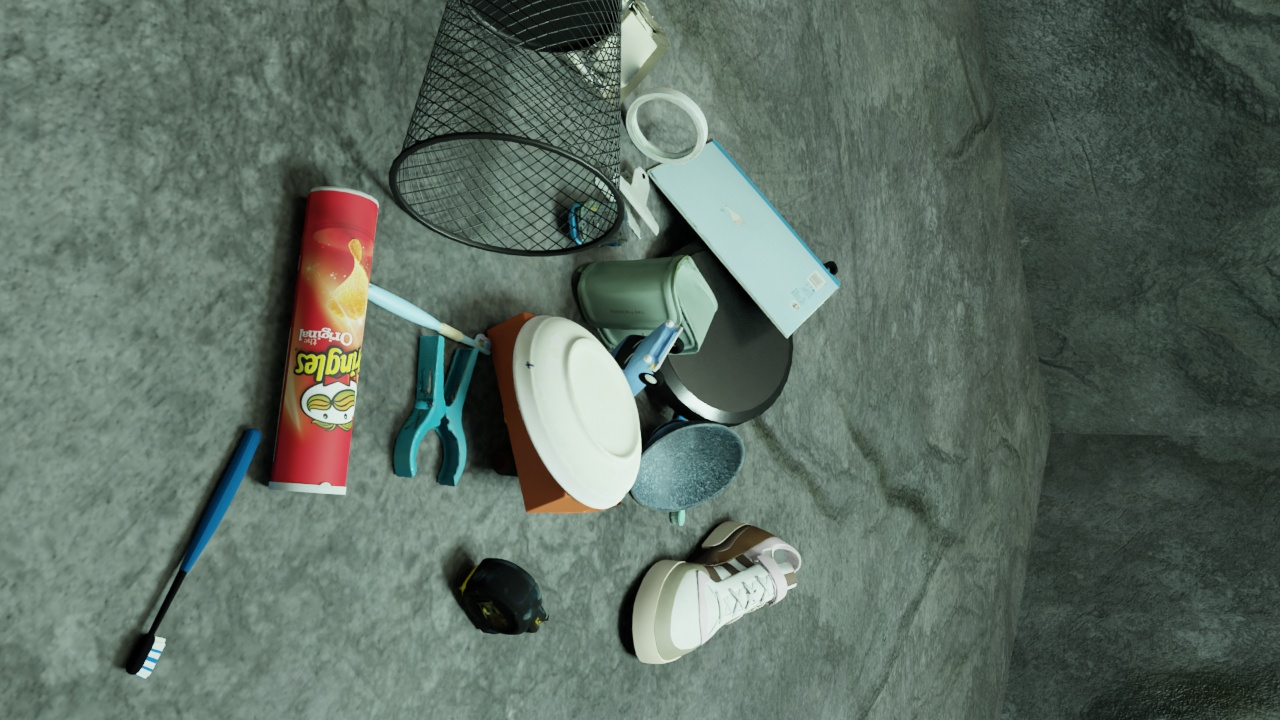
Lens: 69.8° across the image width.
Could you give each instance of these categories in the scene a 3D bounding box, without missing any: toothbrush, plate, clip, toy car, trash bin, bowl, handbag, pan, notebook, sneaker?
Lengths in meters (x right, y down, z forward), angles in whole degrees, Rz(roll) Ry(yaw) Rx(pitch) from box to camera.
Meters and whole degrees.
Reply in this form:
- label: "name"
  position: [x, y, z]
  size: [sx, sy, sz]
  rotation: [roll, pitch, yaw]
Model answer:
- label: "toothbrush"
  position: [0.045, 0.130, 1.101]
  size: [0.022, 0.017, 0.135]
  rotation: [13, 76, -56]
- label: "plate"
  position: [-0.045, 0.039, 0.814]
  size: [0.182, 0.034, 0.182]
  rotation: [47, 30, -39]
- label: "clip"
  position: [-0.159, 0.051, 0.780]
  size: [0.120, 0.030, 0.130]
  rotation: [44, 55, -42]
- label: "toy car"
  position: [-0.044, -0.141, 0.954]
  size: [0.105, 0.032, 0.048]
  rotation: [-19, 104, -61]
- label: "trash bin"
  position: [-0.096, -0.222, 0.758]
  size: [0.184, 0.184, 0.209]
  rotation: [33, 56, -52]
- label: "bowl"
  position: [0.044, 0.105, 1.042]
  size: [0.137, 0.137, 0.057]
  rotation: [50, 9, -43]
- label: "toothbrush"
  position: [-0.177, -0.035, 0.763]
  size: [0.155, 0.016, 0.022]
  rotation: [30, 32, -53]
- label: "handbag"
  position: [0.005, -0.058, 0.948]
  size: [0.106, 0.122, 0.067]
  rotation: [58, 45, -41]
- label: "toothbrush"
  position: [-0.285, 0.120, 0.593]
  size: [0.014, 0.014, 0.167]
  rotation: [39, 56, -36]
- label: "handbag"
  position: [-0.078, 0.053, 0.844]
  size: [0.108, 0.060, 0.171]
  rotation: [15, 56, -57]
- label: "toy car"
  position: [-0.006, 0.005, 0.926]
  size: [0.055, 0.154, 0.056]
  rotation: [35, 62, -5]
- label: "pan"
  position: [0.140, -0.059, 1.123]
  size: [0.355, 0.034, 0.225]
  rotation: [-29, 97, -35]
- label: "notebook"
  position: [0.133, -0.157, 1.127]
  size: [0.253, 0.009, 0.180]
  rotation: [50, 40, 2]
- label: "sneaker"
  position: [0.103, 0.279, 1.088]
  size: [0.293, 0.117, 0.112]
  rotation: [-15, 101, -56]
- label: "clip"
  position: [-0.002, -0.186, 1.012]
  size: [0.102, 0.052, 0.059]
  rotation: [47, 64, -47]

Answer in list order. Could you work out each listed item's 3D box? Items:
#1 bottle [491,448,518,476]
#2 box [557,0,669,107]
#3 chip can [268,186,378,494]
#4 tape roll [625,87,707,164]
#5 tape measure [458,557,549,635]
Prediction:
- label: "bottle"
  position: [-0.099, 0.099, 0.870]
  size: [0.106, 0.025, 0.025]
  rotation: [17, 75, -55]
- label: "box"
  position: [-0.016, -0.369, 0.928]
  size: [0.184, 0.044, 0.143]
  rotation: [-48, 141, 2]
- label: "chip can"
  position: [-0.225, -0.014, 0.656]
  size: [0.051, 0.052, 0.214]
  rotation: [17, 75, -55]
- label: "tape roll"
  position: [0.029, -0.258, 1.015]
  size: [0.093, 0.093, 0.013]
  rotation: [60, 42, -36]
- label: "tape measure"
  position: [-0.120, 0.206, 0.794]
  size: [0.042, 0.072, 0.072]
  rotation: [-50, 124, -41]
